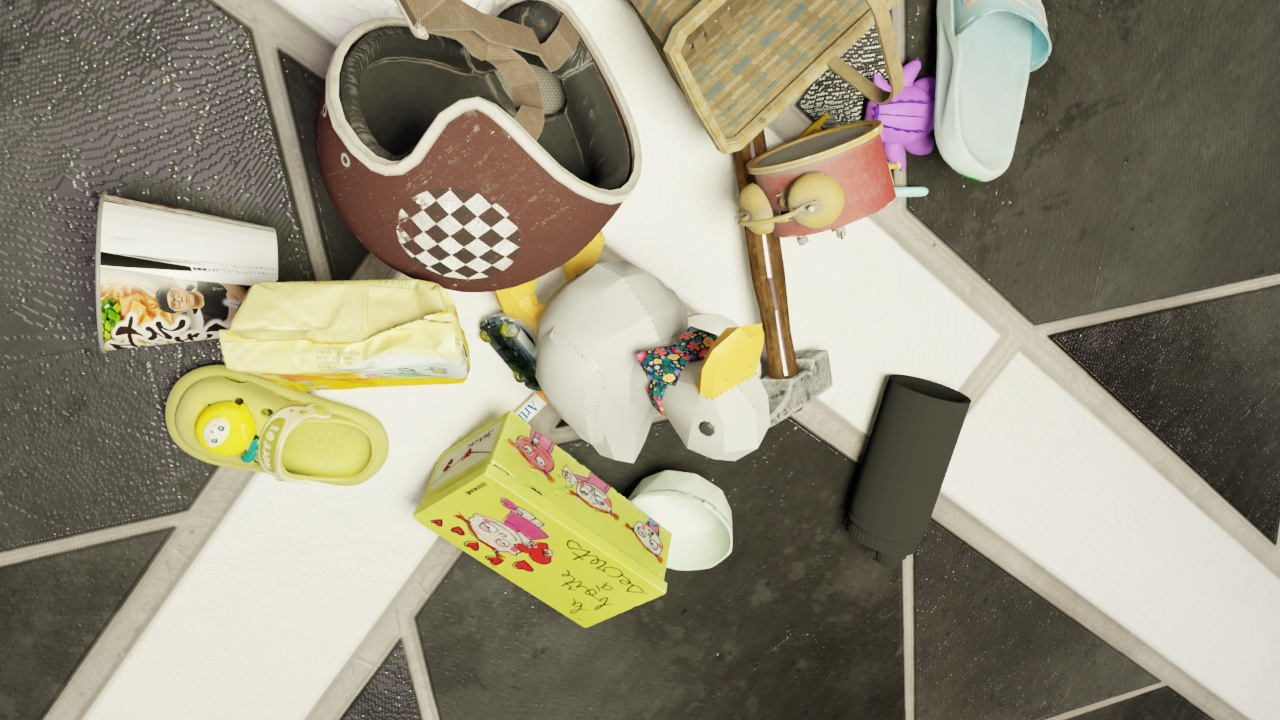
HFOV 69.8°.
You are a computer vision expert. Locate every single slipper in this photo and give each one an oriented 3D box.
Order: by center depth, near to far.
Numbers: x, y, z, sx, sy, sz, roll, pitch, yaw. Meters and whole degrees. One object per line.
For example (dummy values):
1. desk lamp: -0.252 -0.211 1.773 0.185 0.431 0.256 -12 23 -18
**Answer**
1. slipper: -0.314 0.071 0.800 0.190 0.081 0.092 18 104 -24
2. slipper: 0.327 -0.284 0.838 0.104 0.074 0.245 13 81 -25

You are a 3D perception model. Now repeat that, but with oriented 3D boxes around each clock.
1. clock: 0.149 -0.141 0.784 0.158 0.117 0.081 -33 112 -35

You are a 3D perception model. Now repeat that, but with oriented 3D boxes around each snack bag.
1. snack bag: -0.218 -0.017 0.723 0.159 0.247 0.068 -4 86 -9

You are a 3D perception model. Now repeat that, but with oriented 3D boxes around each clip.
1. clip: 0.170 -0.204 0.868 0.054 0.049 0.044 -41 149 -1

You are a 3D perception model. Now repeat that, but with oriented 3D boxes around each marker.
1. marker: -0.099 0.039 0.885 0.145 0.017 0.017 -44 114 2

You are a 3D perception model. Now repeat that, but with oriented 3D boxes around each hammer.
1. hammer: 0.098 -0.085 0.840 0.217 0.037 0.301 -24 108 -51

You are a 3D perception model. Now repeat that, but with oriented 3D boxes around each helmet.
1. helmet: -0.118 -0.169 0.678 0.254 0.232 0.234 -25 124 30

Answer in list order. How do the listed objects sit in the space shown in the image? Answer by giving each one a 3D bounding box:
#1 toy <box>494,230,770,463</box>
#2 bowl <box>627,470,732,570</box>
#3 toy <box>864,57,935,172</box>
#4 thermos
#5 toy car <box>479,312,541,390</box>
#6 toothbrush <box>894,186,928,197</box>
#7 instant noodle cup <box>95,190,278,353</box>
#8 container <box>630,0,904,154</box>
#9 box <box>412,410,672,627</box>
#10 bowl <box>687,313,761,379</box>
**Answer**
1. toy: -0.005 0.004 0.772 0.140 0.267 0.247 -28 150 -32
2. bowl: 0.041 0.153 0.929 0.117 0.061 0.118 9 132 10
3. toy: 0.252 -0.233 0.874 0.088 0.056 0.106 -2 108 -18
4. thermos: 0.280 0.123 0.986 0.086 0.086 0.199 9 105 -19
5. toy car: -0.112 -0.009 0.855 0.090 0.039 0.027 53 47 -25
6. toothbrush: 0.211 -0.166 0.892 0.180 0.016 0.016 -4 82 -27
7. instant noodle cup: -0.356 -0.067 0.727 0.121 0.123 0.124 1 108 -26
8. container: 0.134 -0.288 0.732 0.250 0.186 0.157 -43 146 1
9. box: -0.086 0.157 0.867 0.125 0.081 0.221 -30 119 35
10. bowl: 0.070 0.018 0.902 0.118 0.062 0.118 -5 109 -15
